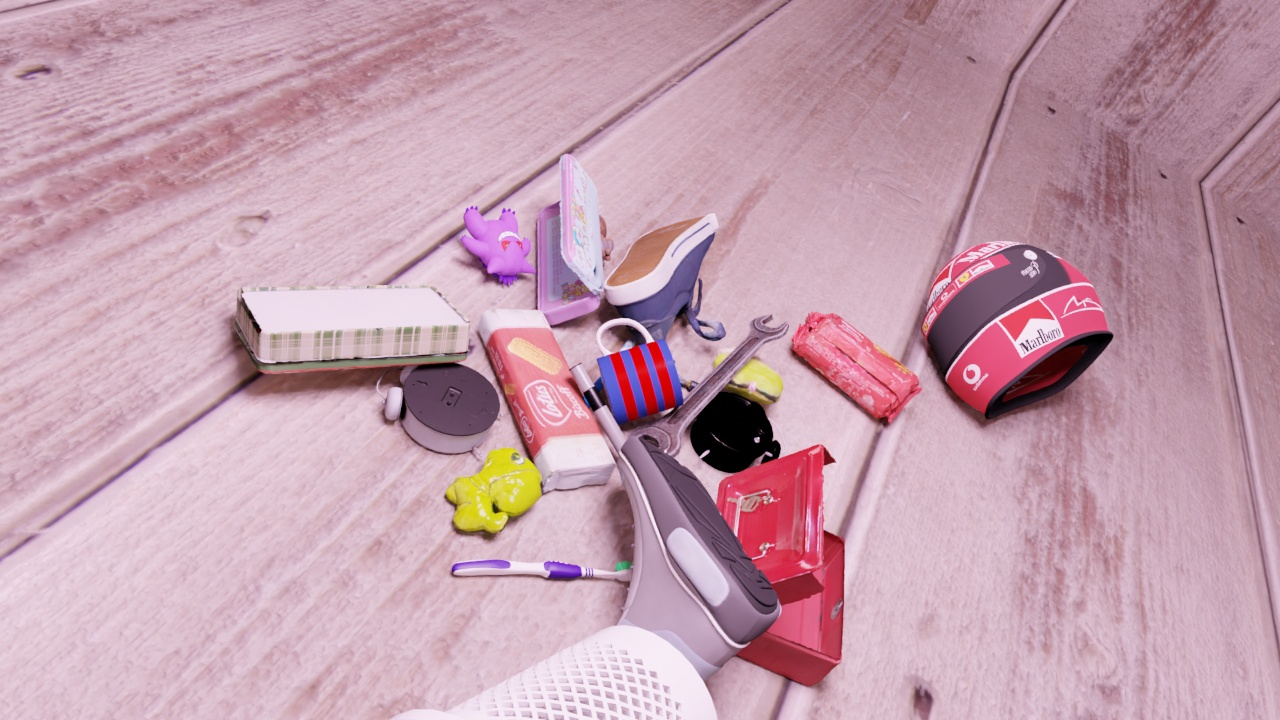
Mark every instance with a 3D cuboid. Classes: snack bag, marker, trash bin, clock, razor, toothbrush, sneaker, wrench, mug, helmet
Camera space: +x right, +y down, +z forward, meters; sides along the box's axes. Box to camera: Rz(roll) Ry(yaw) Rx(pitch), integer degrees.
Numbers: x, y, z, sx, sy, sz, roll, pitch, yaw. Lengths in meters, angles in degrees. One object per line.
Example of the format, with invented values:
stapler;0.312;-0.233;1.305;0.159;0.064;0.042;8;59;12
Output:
snack bag;0.275;0.003;1.187;0.176;0.083;0.082;40;41;14
marker;-0.033;0.066;0.950;0.016;0.016;0.140;-28;87;-45
marker;-0.037;0.013;1.046;0.013;0.013;0.141;32;40;4
trash bin;-0.053;0.286;0.627;0.195;0.196;0.199;44;33;18
clock;-0.199;0.042;0.903;0.122;0.035;0.094;24;40;-4
razor;0.084;0.038;1.085;0.144;0.022;0.043;31;2;-4
toothbrush;-0.079;0.189;0.832;0.186;0.015;0.016;8;45;-23
sneaker;0.050;-0.100;1.171;0.127;0.121;0.293;67;28;-21
wrench;0.080;0.026;1.025;0.070;0.010;0.272;14;45;41
clock;0.111;0.083;1.032;0.120;0.043;0.091;3;46;-28
mug;-0.006;0.006;0.989;0.076;0.075;0.112;-16;75;-4
snack bag;-0.102;0.035;0.964;0.077;0.041;0.225;-2;47;-34
sneaker;0.007;0.186;0.811;0.093;0.160;0.256;35;8;-33
helmet;0.514;-0.059;1.299;0.270;0.198;0.224;-14;56;-29

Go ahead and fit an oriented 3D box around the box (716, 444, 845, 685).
box;0.140;0.203;0.878;0.165;0.152;0.156;54;32;-29

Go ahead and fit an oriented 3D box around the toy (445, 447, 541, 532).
toy;-0.134;0.121;0.858;0.093;0.036;0.094;-4;48;-22

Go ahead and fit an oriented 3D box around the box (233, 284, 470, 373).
box;-0.279;-0.032;0.897;0.205;0.050;0.118;-6;29;-35

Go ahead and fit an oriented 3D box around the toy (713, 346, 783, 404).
toy;0.127;0.013;1.106;0.092;0.043;0.117;21;19;-11

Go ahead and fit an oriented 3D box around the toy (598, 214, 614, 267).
toy;-0.061;-0.142;1.176;0.055;0.042;0.101;18;44;22

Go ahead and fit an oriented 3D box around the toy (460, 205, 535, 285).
toy;-0.169;-0.133;1.091;0.105;0.056;0.088;-6;54;-47

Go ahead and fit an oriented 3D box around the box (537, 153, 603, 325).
box;-0.094;-0.152;1.098;0.089;0.093;0.213;-18;44;11
